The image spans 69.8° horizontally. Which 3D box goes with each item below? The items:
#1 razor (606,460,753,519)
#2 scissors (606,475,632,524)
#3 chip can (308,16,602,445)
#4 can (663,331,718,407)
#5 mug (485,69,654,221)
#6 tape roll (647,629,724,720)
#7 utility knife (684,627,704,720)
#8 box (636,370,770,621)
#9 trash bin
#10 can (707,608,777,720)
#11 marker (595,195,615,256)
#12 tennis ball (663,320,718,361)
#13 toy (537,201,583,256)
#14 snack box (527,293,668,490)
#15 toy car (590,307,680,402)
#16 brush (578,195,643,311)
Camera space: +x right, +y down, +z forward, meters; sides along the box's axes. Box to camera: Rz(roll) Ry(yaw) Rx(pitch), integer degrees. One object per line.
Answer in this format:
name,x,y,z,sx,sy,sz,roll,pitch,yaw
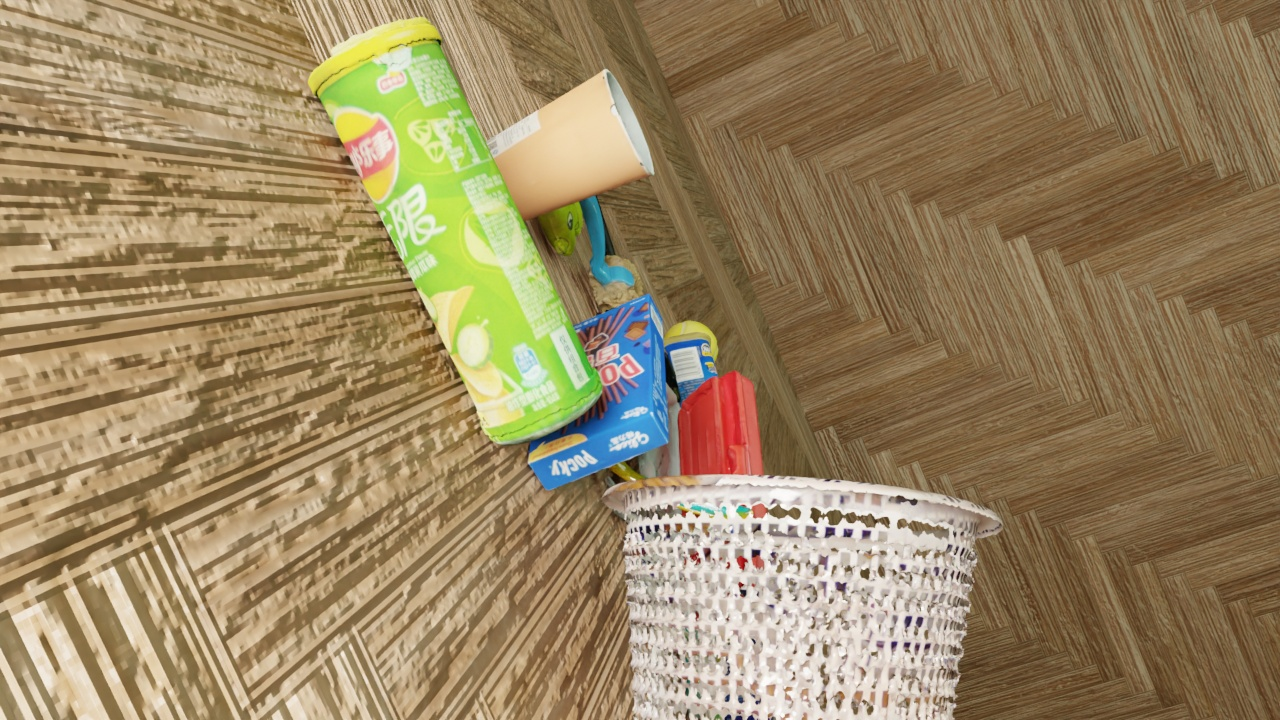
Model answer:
razor,0.017,0.085,0.651,0.132,0.028,0.043,25,7,8
scissors,0.016,0.154,0.721,0.141,0.012,0.170,71,15,13
chip can,-0.094,-0.062,0.490,0.072,0.073,0.221,-63,129,-74
can,0.052,0.034,0.929,0.102,0.057,0.083,85,-6,-59
mug,-0.061,-0.142,0.646,0.078,0.123,0.078,-22,90,-78
tape roll,0.030,0.224,0.619,0.086,0.014,0.085,48,27,-36
utility knife,0.040,0.198,0.699,0.029,0.013,0.164,55,25,-43
box,0.031,0.094,0.701,0.098,0.096,0.201,24,47,-29
trash bin,0.083,0.176,0.512,0.227,0.228,0.192,41,51,-64
can,0.083,0.242,0.729,0.148,0.049,0.075,-83,160,-62
marker,-0.051,-0.156,0.958,0.022,0.020,0.132,-2,68,-45
tennis ball,0.056,-0.012,1.049,0.065,0.065,0.065,-22,90,-77
toy,-0.072,-0.136,0.802,0.100,0.031,0.096,6,70,-79
snack box,-0.026,0.015,0.611,0.157,0.085,0.026,-91,156,-59
toy car,-0.005,0.005,0.815,0.155,0.041,0.071,29,40,-63
brush,-0.033,-0.096,0.798,0.255,0.046,0.083,68,13,-61
